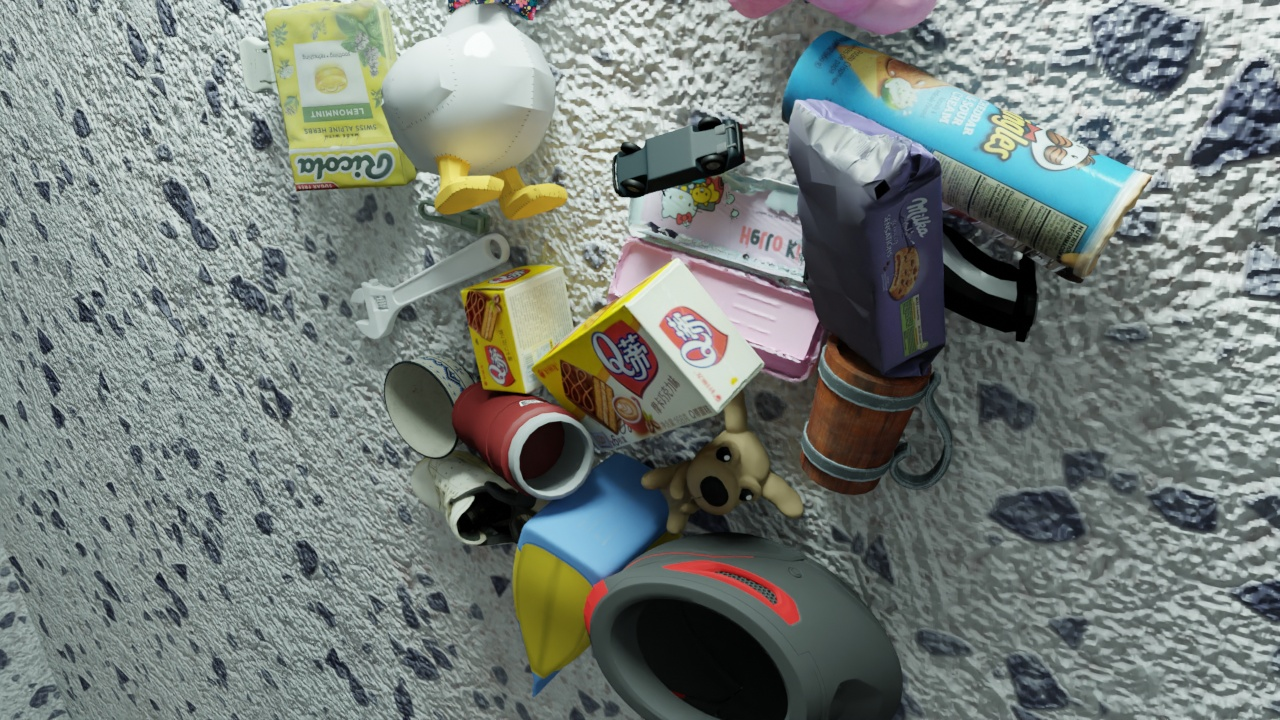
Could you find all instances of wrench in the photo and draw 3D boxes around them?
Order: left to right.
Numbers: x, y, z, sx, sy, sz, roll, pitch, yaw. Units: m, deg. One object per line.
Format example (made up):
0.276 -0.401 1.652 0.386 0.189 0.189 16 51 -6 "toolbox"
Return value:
-0.235 -0.083 1.002 0.274 0.018 0.066 -18 99 39 "wrench"

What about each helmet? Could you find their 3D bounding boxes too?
0.095 0.236 0.791 0.265 0.169 0.164 26 111 12 "helmet"

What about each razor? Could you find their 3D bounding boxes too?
0.212 -0.073 0.647 0.156 0.057 0.060 34 83 22 "razor"

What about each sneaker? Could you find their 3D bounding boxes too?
-0.186 0.164 1.018 0.242 0.102 0.089 3 111 37 "sneaker"

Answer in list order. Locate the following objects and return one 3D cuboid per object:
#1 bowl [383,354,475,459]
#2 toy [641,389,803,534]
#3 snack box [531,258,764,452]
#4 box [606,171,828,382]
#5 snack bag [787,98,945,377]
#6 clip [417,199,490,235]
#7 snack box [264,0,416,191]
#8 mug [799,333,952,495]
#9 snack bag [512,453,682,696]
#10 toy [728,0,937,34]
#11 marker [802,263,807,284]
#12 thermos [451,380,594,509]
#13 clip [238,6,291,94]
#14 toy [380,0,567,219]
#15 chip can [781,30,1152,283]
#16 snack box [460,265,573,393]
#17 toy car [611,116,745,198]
-0.224 0.045 1.022 0.116 0.059 0.116 16 119 31 "bowl"
0.064 0.102 0.813 0.108 0.105 0.134 -25 97 30 "toy"
-0.005 0.005 0.776 0.110 0.061 0.231 50 153 -6 "snack box"
0.071 -0.080 0.762 0.201 0.044 0.155 22 104 28 "box"
0.150 -0.076 0.613 0.096 0.058 0.205 46 167 42 "snack bag"
-0.187 -0.148 0.930 0.074 0.035 0.023 22 120 21 "clip"
-0.300 -0.264 0.919 0.121 0.045 0.181 -1 112 5 "snack box"
0.186 0.046 0.710 0.117 0.081 0.111 16 124 9 "mug"
-0.046 0.217 0.901 0.102 0.158 0.206 28 126 22 "snack bag"
0.085 -0.313 0.586 0.265 0.127 0.187 53 127 16 "toy"
0.137 -0.117 0.688 0.022 0.016 0.139 13 101 47 "marker"
-0.123 0.084 0.891 0.199 0.084 0.108 17 93 62 "thermos"
-0.367 -0.308 0.965 0.151 0.091 0.126 11 114 22 "clip"
-0.145 -0.254 0.786 0.247 0.140 0.267 -15 83 42 "toy"
0.206 -0.138 0.605 0.229 0.079 0.080 35 127 22 "chip can"
-0.115 -0.032 0.890 0.061 0.083 0.106 5 113 37 "snack box"
0.030 -0.161 0.735 0.112 0.034 0.046 -12 70 24 "toy car"
